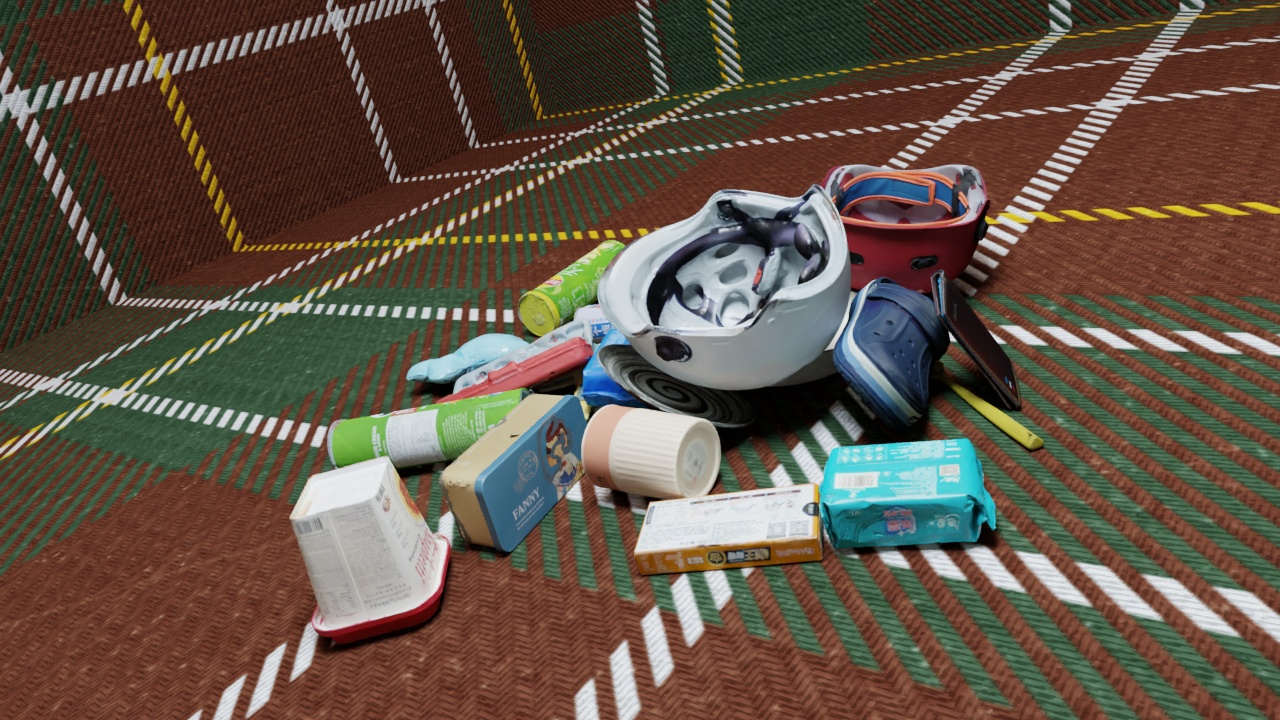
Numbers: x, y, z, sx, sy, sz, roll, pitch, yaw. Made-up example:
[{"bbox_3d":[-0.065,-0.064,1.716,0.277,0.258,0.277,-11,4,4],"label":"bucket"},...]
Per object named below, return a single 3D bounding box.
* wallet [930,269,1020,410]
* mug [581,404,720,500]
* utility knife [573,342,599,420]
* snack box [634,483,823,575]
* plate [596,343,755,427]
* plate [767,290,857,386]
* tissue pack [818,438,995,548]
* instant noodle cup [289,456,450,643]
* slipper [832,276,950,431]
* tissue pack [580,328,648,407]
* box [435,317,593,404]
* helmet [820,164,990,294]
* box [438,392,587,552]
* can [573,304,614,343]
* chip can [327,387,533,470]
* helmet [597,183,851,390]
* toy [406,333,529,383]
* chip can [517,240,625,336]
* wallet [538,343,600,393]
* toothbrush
[{"bbox_3d":[0.315,-0.020,0.869,0.020,0.122,0.096,-35,15,27],"label":"wallet"},{"bbox_3d":[0.020,0.087,0.875,0.106,0.081,0.114,6,6,37],"label":"mug"},{"bbox_3d":[-0.065,0.029,1.106,0.031,0.018,0.166,2,32,8],"label":"utility knife"},{"bbox_3d":[0.075,0.141,0.770,0.154,0.026,0.075,-9,24,17],"label":"snack box"},{"bbox_3d":[0.035,0.032,0.960,0.179,0.024,0.179,20,18,-7],"label":"plate"},{"bbox_3d":[0.176,-0.029,1.068,0.205,0.045,0.204,-13,23,5],"label":"plate"},{"bbox_3d":[0.211,0.106,0.733,0.134,0.050,0.093,-7,23,20],"label":"tissue pack"},{"bbox_3d":[-0.239,0.161,0.802,0.116,0.124,0.116,-15,23,1],"label":"instant noodle cup"},{"bbox_3d":[0.256,-0.021,0.893,0.095,0.105,0.252,-43,6,28],"label":"slipper"},{"bbox_3d":[-0.006,0.006,1.089,0.095,0.052,0.156,1,30,18],"label":"tissue pack"},{"bbox_3d":[-0.151,0.016,1.137,0.201,0.059,0.161,-25,12,7],"label":"box"},{"bbox_3d":[0.310,-0.144,1.115,0.207,0.144,0.239,5,30,19],"label":"helmet"},{"bbox_3d":[-0.119,0.108,0.895,0.062,0.090,0.183,0,30,30],"label":"box"},{"bbox_3d":[-0.020,-0.054,1.237,0.135,0.053,0.053,-5,25,23],"label":"can"},{"bbox_3d":[-0.232,0.084,1.041,0.236,0.072,0.072,-10,24,11],"label":"chip can"},{"bbox_3d":[0.098,-0.057,0.945,0.259,0.146,0.228,-8,41,29],"label":"helmet"},{"bbox_3d":[-0.230,-0.003,1.263,0.162,0.050,0.155,-4,20,39],"label":"toy"},{"bbox_3d":[-0.092,-0.114,1.398,0.073,0.073,0.220,2,29,36],"label":"chip can"},{"bbox_3d":[-0.078,0.007,1.177,0.115,0.024,0.087,-15,26,-4],"label":"wallet"},{"bbox_3d":[0.317,0.036,0.865,0.015,0.017,0.190,-19,23,-4],"label":"toothbrush"}]
